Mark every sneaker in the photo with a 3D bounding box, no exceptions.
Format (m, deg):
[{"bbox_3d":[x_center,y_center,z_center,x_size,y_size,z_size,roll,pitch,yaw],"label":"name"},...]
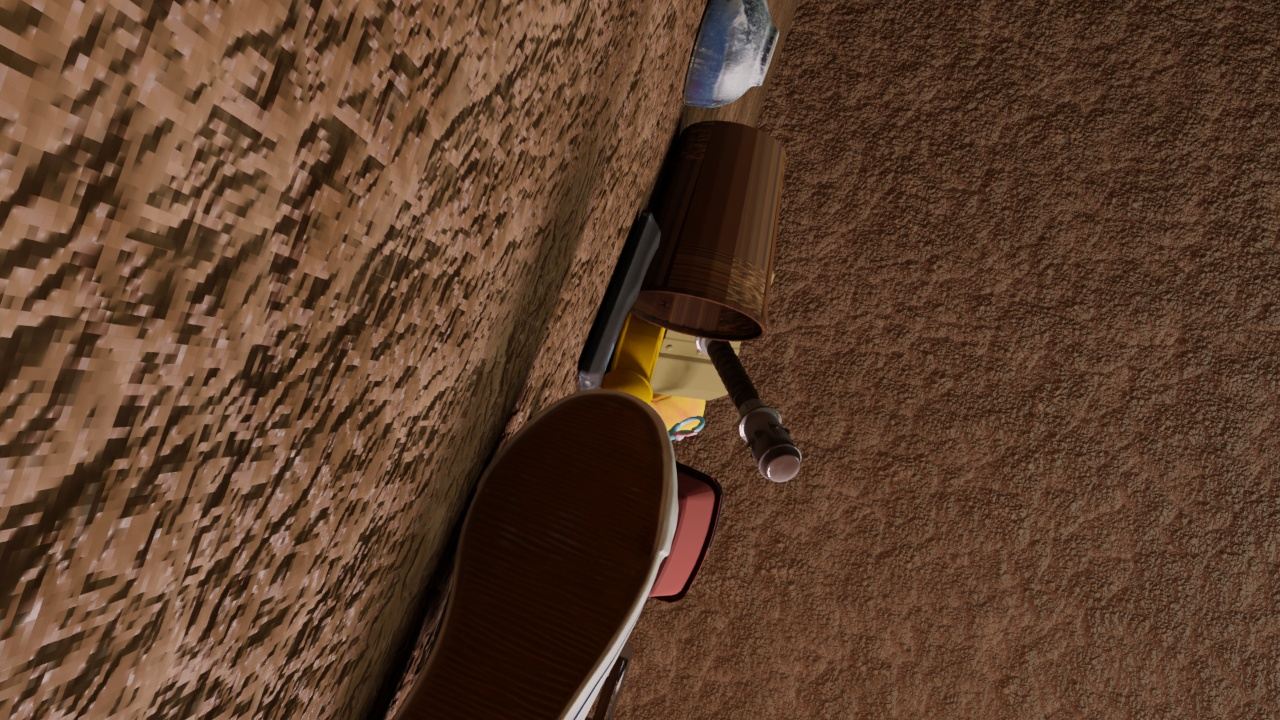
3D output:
[{"bbox_3d":[-0.061,0.154,0.471,0.127,0.121,0.293,78,32,-58],"label":"sneaker"}]

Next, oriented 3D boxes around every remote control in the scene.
[{"bbox_3d":[-0.015,-0.046,0.733,0.047,0.022,0.150,99,11,-71],"label":"remote control"}]

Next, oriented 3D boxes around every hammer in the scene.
[{"bbox_3d":[0.090,0.009,0.931,0.324,0.100,0.191,-111,-146,-55],"label":"hammer"}]

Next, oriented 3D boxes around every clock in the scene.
[{"bbox_3d":[-0.005,0.005,0.925,0.114,0.052,0.151,97,9,-72],"label":"clock"}]

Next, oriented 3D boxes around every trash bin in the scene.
[{"bbox_3d":[-0.099,0.363,0.842,0.115,0.114,0.228,102,8,-60],"label":"trash bin"}]

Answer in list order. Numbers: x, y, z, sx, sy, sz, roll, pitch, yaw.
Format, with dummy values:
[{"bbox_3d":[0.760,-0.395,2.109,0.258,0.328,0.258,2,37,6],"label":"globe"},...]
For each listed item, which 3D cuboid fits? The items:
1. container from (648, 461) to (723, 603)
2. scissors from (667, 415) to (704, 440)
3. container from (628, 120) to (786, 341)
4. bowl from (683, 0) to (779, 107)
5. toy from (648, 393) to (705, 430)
[{"bbox_3d":[-0.009,0.141,0.809,0.201,0.148,0.127,35,75,-76],"label":"container"},{"bbox_3d":[0.010,0.104,1.005,0.135,0.015,0.133,-29,-159,41],"label":"scissors"},{"bbox_3d":[0.066,-0.117,0.832,0.132,0.132,0.167,90,13,-78],"label":"container"},{"bbox_3d":[0.082,-0.264,0.774,0.114,0.061,0.114,22,88,-85],"label":"bowl"},{"bbox_3d":[0.049,0.033,1.215,0.134,0.087,0.193,-31,-170,9],"label":"toy"}]
